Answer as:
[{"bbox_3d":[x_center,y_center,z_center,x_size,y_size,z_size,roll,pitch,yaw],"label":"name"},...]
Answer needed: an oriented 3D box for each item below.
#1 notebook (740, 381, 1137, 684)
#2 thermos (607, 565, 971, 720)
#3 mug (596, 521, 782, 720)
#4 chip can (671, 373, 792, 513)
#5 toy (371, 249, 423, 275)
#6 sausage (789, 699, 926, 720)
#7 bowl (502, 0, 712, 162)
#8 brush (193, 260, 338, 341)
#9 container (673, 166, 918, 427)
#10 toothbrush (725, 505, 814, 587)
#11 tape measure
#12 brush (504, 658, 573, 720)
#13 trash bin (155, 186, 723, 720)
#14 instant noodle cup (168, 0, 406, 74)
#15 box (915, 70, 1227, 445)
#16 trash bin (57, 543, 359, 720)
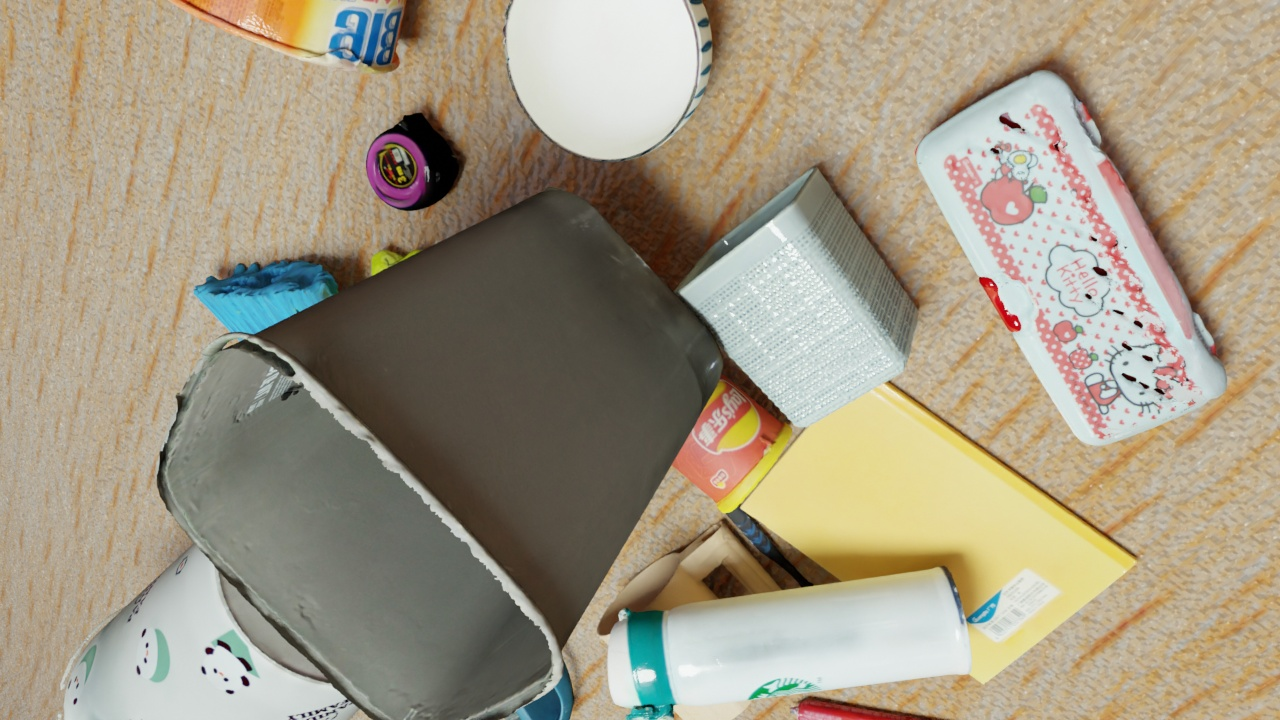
[{"bbox_3d":[0.186,0.112,0.603,0.206,0.010,0.146,36,123,5],"label":"notebook"},{"bbox_3d":[0.090,0.184,0.589,0.224,0.073,0.073,-10,111,7],"label":"thermos"},{"bbox_3d":[0.047,0.195,0.674,0.125,0.084,0.103,-42,95,7],"label":"mug"},{"bbox_3d":[-0.004,0.004,0.601,0.216,0.073,0.073,41,124,3],"label":"chip can"},{"bbox_3d":[-0.161,-0.033,0.679,0.097,0.031,0.100,3,111,25],"label":"toy"},{"bbox_3d":[0.186,0.270,0.675,0.156,0.020,0.020,2,114,24],"label":"sausage"},{"bbox_3d":[-0.011,-0.177,0.519,0.116,0.066,0.117,11,119,20],"label":"bowl"},{"bbox_3d":[-0.211,-0.013,0.673,0.315,0.060,0.109,5,123,36],"label":"brush"},{"bbox_3d":[0.095,-0.034,0.529,0.090,0.089,0.111,-37,98,33],"label":"container"},{"bbox_3d":[0.075,0.118,0.654,0.189,0.016,0.014,48,118,-2],"label":"toothbrush"},{"bbox_3d":[-0.154,-0.132,0.623,0.058,0.039,0.057,-34,97,28],"label":"tape measure"},{"bbox_3d":[-0.101,0.257,0.777,0.074,0.055,0.144,-23,103,33],"label":"brush"},{"bbox_3d":[-0.088,0.038,0.478,0.198,0.219,0.200,46,135,-4],"label":"trash bin"},{"bbox_3d":[-0.195,-0.250,0.527,0.151,0.151,0.112,30,114,8],"label":"instant noodle cup"},{"bbox_3d":[0.227,-0.050,0.484,0.087,0.047,0.201,-29,99,32],"label":"box"},{"bbox_3d":[-0.326,0.244,0.785,0.229,0.229,0.253,47,118,-3],"label":"trash bin"}]
